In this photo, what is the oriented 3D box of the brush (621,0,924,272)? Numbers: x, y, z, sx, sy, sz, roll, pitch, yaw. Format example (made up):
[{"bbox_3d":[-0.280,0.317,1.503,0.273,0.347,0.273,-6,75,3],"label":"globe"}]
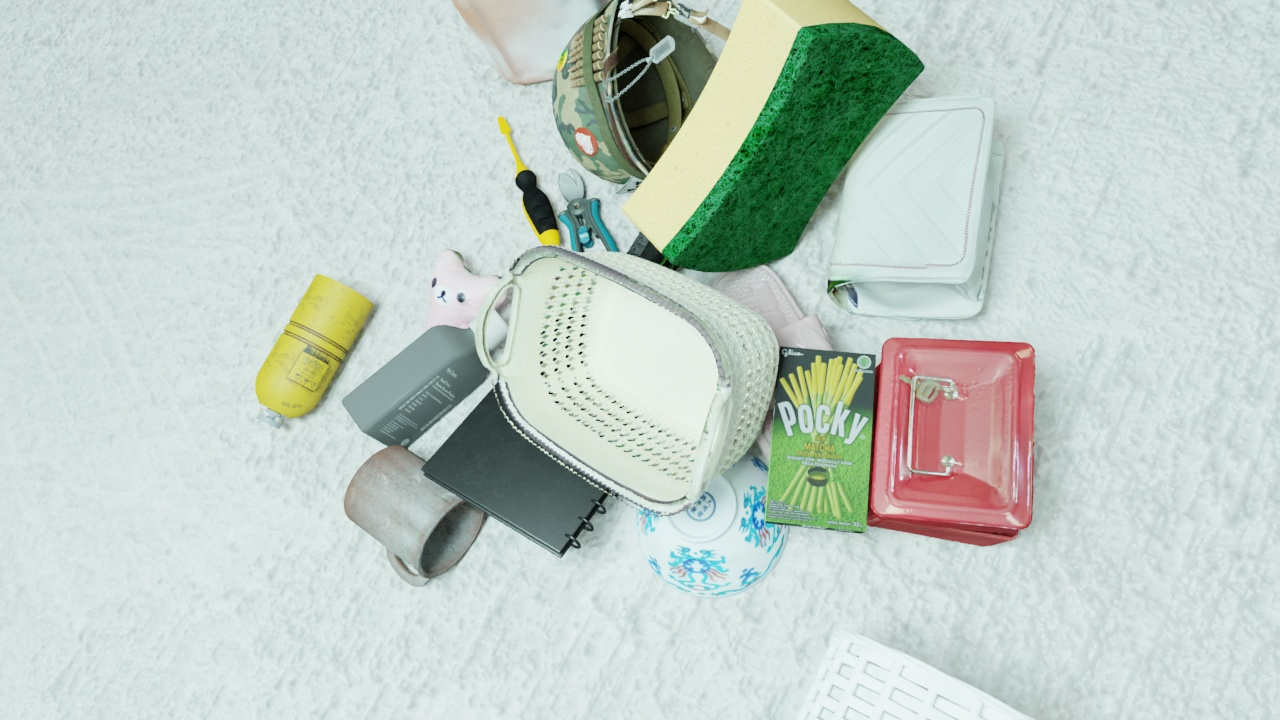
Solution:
[{"bbox_3d":[0.118,-0.197,0.817,0.075,0.194,0.251,50,126,24],"label":"brush"}]

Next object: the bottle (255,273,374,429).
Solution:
[{"bbox_3d":[-0.357,-0.005,0.982,0.071,0.071,0.163,22,77,20],"label":"bottle"}]

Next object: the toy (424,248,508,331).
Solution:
[{"bbox_3d":[-0.194,-0.061,0.974,0.099,0.052,0.096,31,93,25],"label":"toy"}]

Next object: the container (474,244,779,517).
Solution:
[{"bbox_3d":[-0.005,0.005,0.779,0.252,0.142,0.185,28,120,31],"label":"container"}]

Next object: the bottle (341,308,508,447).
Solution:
[{"bbox_3d":[-0.207,0.013,0.932,0.174,0.084,0.046,-40,66,-4],"label":"bottle"}]

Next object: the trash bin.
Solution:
[{"bbox_3d":[-0.109,-0.430,0.977,0.182,0.260,0.157,-8,72,10],"label":"trash bin"}]

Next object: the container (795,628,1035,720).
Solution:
[{"bbox_3d":[0.188,0.322,0.663,0.189,0.189,0.186,23,76,20],"label":"container"}]

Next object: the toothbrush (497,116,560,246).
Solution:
[{"bbox_3d":[-0.127,-0.200,1.019,0.031,0.031,0.196,-16,63,-15],"label":"toothbrush"}]

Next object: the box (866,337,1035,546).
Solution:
[{"bbox_3d":[0.258,0.070,0.780,0.136,0.117,0.157,6,75,14],"label":"box"}]

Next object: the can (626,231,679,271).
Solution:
[{"bbox_3d":[0.015,-0.107,0.936,0.054,0.054,0.137,27,79,21],"label":"can"}]

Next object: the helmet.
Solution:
[{"bbox_3d":[0.020,-0.272,0.914,0.237,0.192,0.223,-29,49,31],"label":"helmet"}]

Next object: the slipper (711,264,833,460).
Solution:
[{"bbox_3d":[0.126,-0.011,0.843,0.094,0.064,0.239,-18,53,-1],"label":"slipper"}]

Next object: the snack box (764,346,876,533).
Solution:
[{"bbox_3d":[0.150,0.065,0.767,0.080,0.025,0.147,5,76,7],"label":"snack box"}]

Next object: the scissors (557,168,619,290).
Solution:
[{"bbox_3d":[-0.061,-0.139,0.986,0.130,0.019,0.150,21,78,19],"label":"scissors"}]

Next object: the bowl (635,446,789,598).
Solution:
[{"bbox_3d":[0.058,0.136,0.825,0.144,0.074,0.143,-5,69,12],"label":"bowl"}]

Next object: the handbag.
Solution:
[{"bbox_3d":[0.260,-0.141,0.869,0.142,0.096,0.198,5,72,31],"label":"handbag"}]

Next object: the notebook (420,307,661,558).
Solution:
[{"bbox_3d":[-0.070,0.059,0.877,0.169,0.019,0.230,26,59,21],"label":"notebook"}]

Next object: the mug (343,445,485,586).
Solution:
[{"bbox_3d":[-0.223,0.157,0.889,0.110,0.096,0.123,32,111,27],"label":"mug"}]
